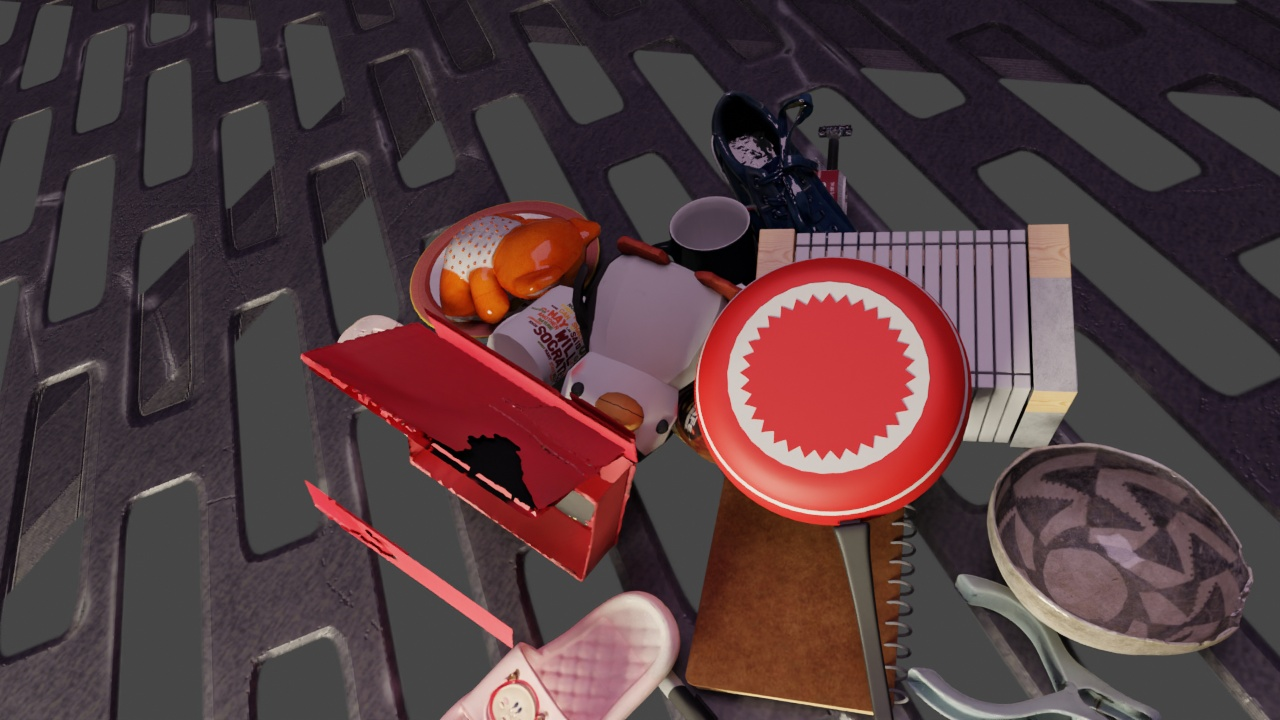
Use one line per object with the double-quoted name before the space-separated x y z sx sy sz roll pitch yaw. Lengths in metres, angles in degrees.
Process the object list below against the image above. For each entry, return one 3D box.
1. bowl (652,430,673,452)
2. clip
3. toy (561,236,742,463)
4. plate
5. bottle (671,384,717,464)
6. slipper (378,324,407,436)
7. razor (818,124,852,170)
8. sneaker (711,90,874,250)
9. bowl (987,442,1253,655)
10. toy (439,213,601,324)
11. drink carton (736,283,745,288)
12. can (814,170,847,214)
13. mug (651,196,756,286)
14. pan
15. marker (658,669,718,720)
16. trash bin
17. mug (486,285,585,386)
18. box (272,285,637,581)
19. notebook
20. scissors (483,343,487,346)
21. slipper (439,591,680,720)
"bowl" -0.023 0.032 0.897 0.120 0.066 0.120 -7 48 8
"clip" 0.262 0.243 0.652 0.158 0.030 0.174 -31 48 -25
"toy" -0.005 0.005 0.815 0.159 0.140 0.184 24 84 -4
"plate" -0.158 -0.107 1.084 0.230 0.021 0.229 -7 48 8
"bottle" 0.078 0.067 0.805 0.059 0.060 0.166 -28 23 -11
"slipper" -0.212 0.040 0.942 0.239 0.064 0.094 32 66 19
"razor" 0.232 -0.242 1.103 0.043 0.022 0.144 0 50 15
"sneaker" 0.159 -0.163 0.936 0.121 0.127 0.294 -31 72 7
"bowl" 0.342 0.151 0.686 0.178 0.081 0.178 2 43 -2
"toy" -0.130 -0.108 1.009 0.173 0.093 0.163 5 47 34
"drink carton" 0.078 -0.031 0.927 0.122 0.040 0.058 -24 46 -27
"can" 0.174 -0.182 1.037 0.114 0.063 0.063 2 50 16
"mug" 0.062 -0.109 0.981 0.122 0.095 0.085 -5 48 10
"pan" 0.151 0.089 0.682 0.209 0.067 0.355 -10 73 12
"marker" 0.017 0.247 0.736 0.022 0.016 0.138 -9 38 -38
"trash bin" 0.231 -0.018 0.799 0.247 0.142 0.142 1 68 15
"mug" -0.104 -0.023 0.915 0.105 0.073 0.089 16 44 39
"box" -0.113 0.047 0.718 0.211 0.319 0.121 31 73 16
"notebook" 0.140 0.174 0.761 0.168 0.024 0.224 2 51 18
"scissors" -0.128 -0.017 0.975 0.123 0.019 0.148 -11 4 33
"slipper" -0.066 0.261 0.710 0.221 0.056 0.107 -35 51 -9
